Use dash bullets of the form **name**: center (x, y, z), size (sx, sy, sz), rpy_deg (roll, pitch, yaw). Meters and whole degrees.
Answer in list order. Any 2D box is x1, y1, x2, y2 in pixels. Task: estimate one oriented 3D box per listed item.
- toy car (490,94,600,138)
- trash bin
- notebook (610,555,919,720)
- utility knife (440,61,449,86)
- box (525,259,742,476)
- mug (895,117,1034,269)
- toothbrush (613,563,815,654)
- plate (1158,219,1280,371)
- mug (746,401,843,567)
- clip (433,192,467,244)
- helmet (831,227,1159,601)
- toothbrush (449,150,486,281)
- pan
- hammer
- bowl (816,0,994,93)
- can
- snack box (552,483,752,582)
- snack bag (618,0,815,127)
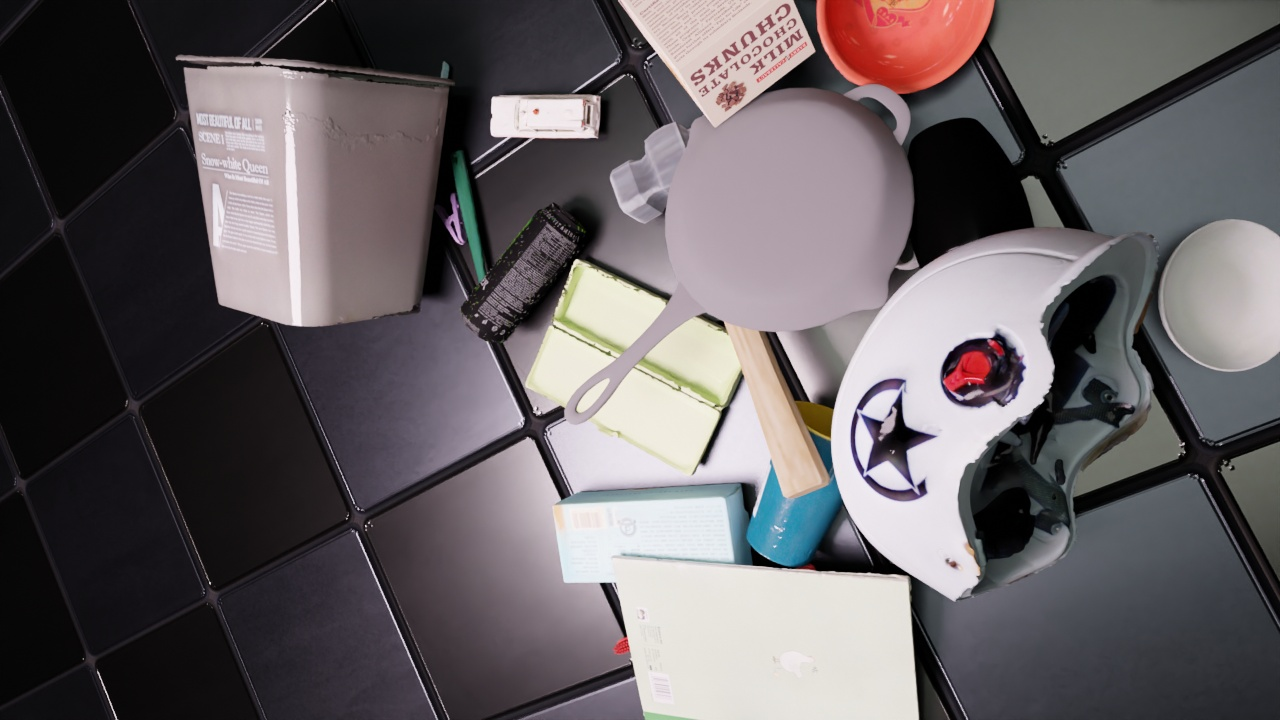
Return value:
- **toy car**: center (-0.091, -0.224, 0.840), size (0.113, 0.039, 0.039), rpy_deg (7, 98, 23)
- **trash bin**: center (-0.298, -0.159, 0.855), size (0.198, 0.197, 0.220), rpy_deg (14, 107, 33)
- **notebook**: center (0.105, 0.253, 0.784), size (0.253, 0.010, 0.182), rpy_deg (-1, 112, 23)
- **utility knife**: center (-0.205, -0.205, 0.907), size (0.022, 0.015, 0.177), rpy_deg (17, 99, 33)
- **box**: center (-0.005, 0.005, 0.831), size (0.187, 0.024, 0.137), rpy_deg (26, 99, 19)
- **mug**: center (0.229, -0.119, 0.696), size (0.119, 0.084, 0.100), rpy_deg (-28, 69, 53)
- **toothbrush**: center (0.062, 0.227, 0.827), size (0.213, 0.017, 0.012), rpy_deg (-29, 83, 23)
- **plate**: center (0.403, -0.044, 0.637), size (0.104, 0.026, 0.104), rpy_deg (0, 92, -5)
- **mug**: center (0.135, 0.104, 0.756), size (0.078, 0.078, 0.121), rpy_deg (27, 109, 19)
- **clip**: center (-0.182, -0.143, 0.902), size (0.050, 0.014, 0.046), rpy_deg (40, 106, 19)
- **helmet**: center (0.231, 0.021, 0.633), size (0.164, 0.236, 0.264), rpy_deg (29, 109, 38)
- **toothbrush**: center (-0.157, -0.111, 0.893), size (0.016, 0.017, 0.189), rpy_deg (-13, 88, 24)
- **pan**: center (0.062, -0.076, 0.707), size (0.355, 0.024, 0.216), rpy_deg (-45, 68, 11)
- **hammer**: center (0.076, -0.047, 0.735), size (0.117, 0.051, 0.322), rpy_deg (-27, 70, 22)
- **bowl**: center (0.195, -0.271, 0.692), size (0.130, 0.045, 0.131), rpy_deg (1, 114, 1)
- **can**: center (-0.108, -0.079, 0.844), size (0.054, 0.054, 0.138), rpy_deg (43, 100, 14)
- **snack box**: center (0.009, 0.156, 0.825), size (0.175, 0.053, 0.075), rpy_deg (-7, 94, 25)
- **snack bag**: center (0.039, -0.296, 0.738), size (0.094, 0.070, 0.206), rpy_deg (-36, 55, 10)
